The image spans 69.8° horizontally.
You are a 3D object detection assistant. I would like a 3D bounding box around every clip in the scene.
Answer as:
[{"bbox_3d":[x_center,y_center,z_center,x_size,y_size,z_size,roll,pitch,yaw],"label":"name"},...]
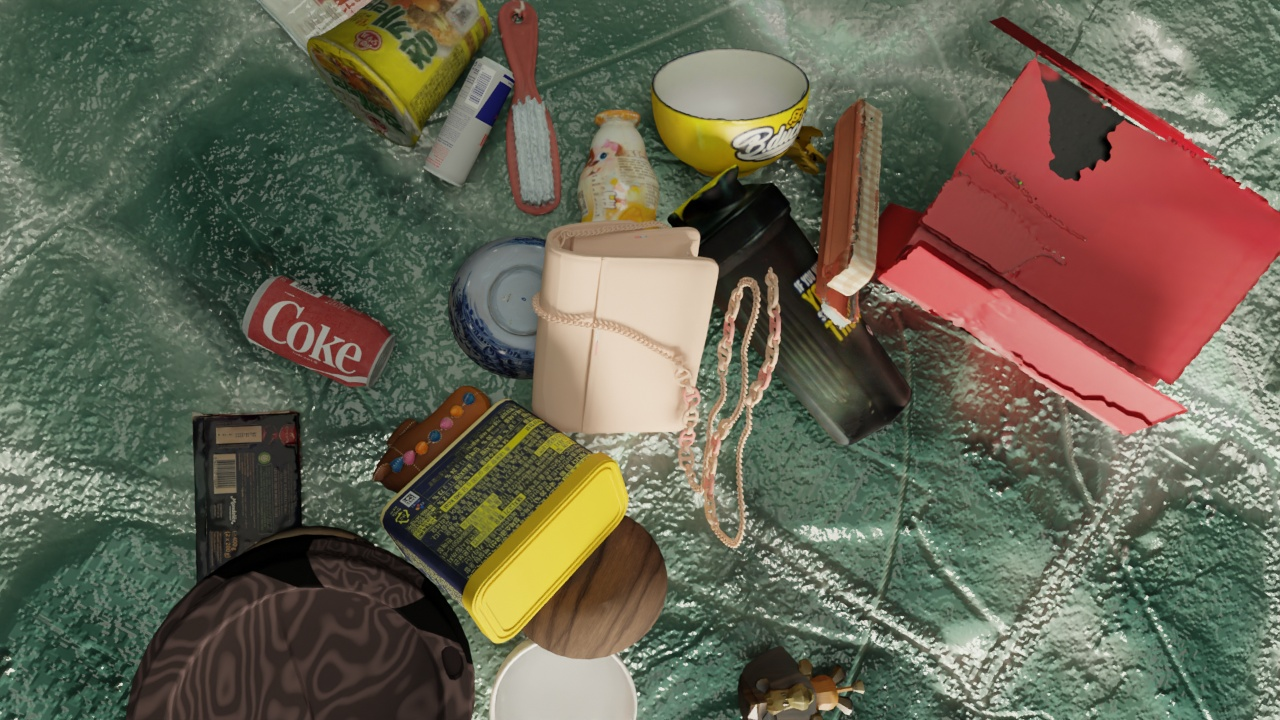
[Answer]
[{"bbox_3d":[0.128,-0.170,0.730,0.048,0.054,0.045,-6,106,-30],"label":"clip"}]

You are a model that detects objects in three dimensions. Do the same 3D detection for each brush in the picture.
[{"bbox_3d":[-0.087,-0.200,0.709,0.041,0.030,0.172,-6,87,-8],"label":"brush"}]

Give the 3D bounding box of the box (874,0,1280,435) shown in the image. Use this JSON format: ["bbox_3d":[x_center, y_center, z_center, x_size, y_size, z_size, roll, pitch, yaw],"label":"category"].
[{"bbox_3d":[0.286,-0.051,0.558,0.211,0.410,0.107,32,80,-3],"label":"box"}]

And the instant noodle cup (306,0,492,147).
[{"bbox_3d":[-0.169,-0.228,0.673,0.102,0.102,0.108,39,74,-3],"label":"instant noodle cup"}]

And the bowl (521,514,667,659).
[{"bbox_3d":[-0.039,0.151,0.662,0.119,0.032,0.119,1,53,-2],"label":"bowl"}]

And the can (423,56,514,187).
[{"bbox_3d":[-0.128,-0.179,0.690,0.032,0.032,0.095,28,98,-5],"label":"can"}]

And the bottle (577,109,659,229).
[{"bbox_3d":[-0.016,-0.133,0.697,0.063,0.063,0.109,0,88,-7],"label":"bottle"}]

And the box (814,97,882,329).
[{"bbox_3d":[0.157,-0.111,0.670,0.054,0.079,0.186,0,52,18],"label":"box"}]

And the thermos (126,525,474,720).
[{"bbox_3d":[-0.202,0.181,0.561,0.172,0.226,0.172,0,89,-20],"label":"thermos"}]

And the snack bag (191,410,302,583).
[{"bbox_3d":[-0.287,0.114,0.671,0.074,0.018,0.155,-2,88,-8],"label":"snack bag"}]

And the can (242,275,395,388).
[{"bbox_3d":[-0.233,-0.019,0.668,0.096,0.054,0.054,25,84,-5],"label":"can"}]

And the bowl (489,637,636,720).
[{"bbox_3d":[-0.058,0.247,0.674,0.105,0.054,0.105,0,88,-8],"label":"bowl"}]

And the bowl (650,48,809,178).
[{"bbox_3d":[0.067,-0.181,0.698,0.117,0.068,0.117,-1,43,1],"label":"bowl"}]

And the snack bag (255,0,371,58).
[{"bbox_3d":[-0.188,-0.323,0.700,0.225,0.041,0.077,-44,93,-9],"label":"snack bag"}]

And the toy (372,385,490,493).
[{"bbox_3d":[-0.148,0.056,0.651,0.070,0.103,0.090,42,94,9],"label":"toy"}]

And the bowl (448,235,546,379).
[{"bbox_3d":[-0.089,-0.043,0.691,0.114,0.045,0.114,0,86,-7],"label":"bowl"}]

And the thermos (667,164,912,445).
[{"bbox_3d":[0.111,-0.041,0.694,0.098,0.098,0.221,-41,98,-8],"label":"thermos"}]

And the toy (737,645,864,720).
[{"bbox_3d":[0.124,0.254,0.694,0.100,0.063,0.076,-5,68,-13],"label":"toy"}]

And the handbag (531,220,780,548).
[{"bbox_3d":[-0.003,0.004,0.600,0.116,0.187,0.199,-3,128,-16],"label":"handbag"}]

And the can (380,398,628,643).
[{"bbox_3d":[-0.093,0.105,0.634,0.104,0.075,0.135,29,61,32],"label":"can"}]
